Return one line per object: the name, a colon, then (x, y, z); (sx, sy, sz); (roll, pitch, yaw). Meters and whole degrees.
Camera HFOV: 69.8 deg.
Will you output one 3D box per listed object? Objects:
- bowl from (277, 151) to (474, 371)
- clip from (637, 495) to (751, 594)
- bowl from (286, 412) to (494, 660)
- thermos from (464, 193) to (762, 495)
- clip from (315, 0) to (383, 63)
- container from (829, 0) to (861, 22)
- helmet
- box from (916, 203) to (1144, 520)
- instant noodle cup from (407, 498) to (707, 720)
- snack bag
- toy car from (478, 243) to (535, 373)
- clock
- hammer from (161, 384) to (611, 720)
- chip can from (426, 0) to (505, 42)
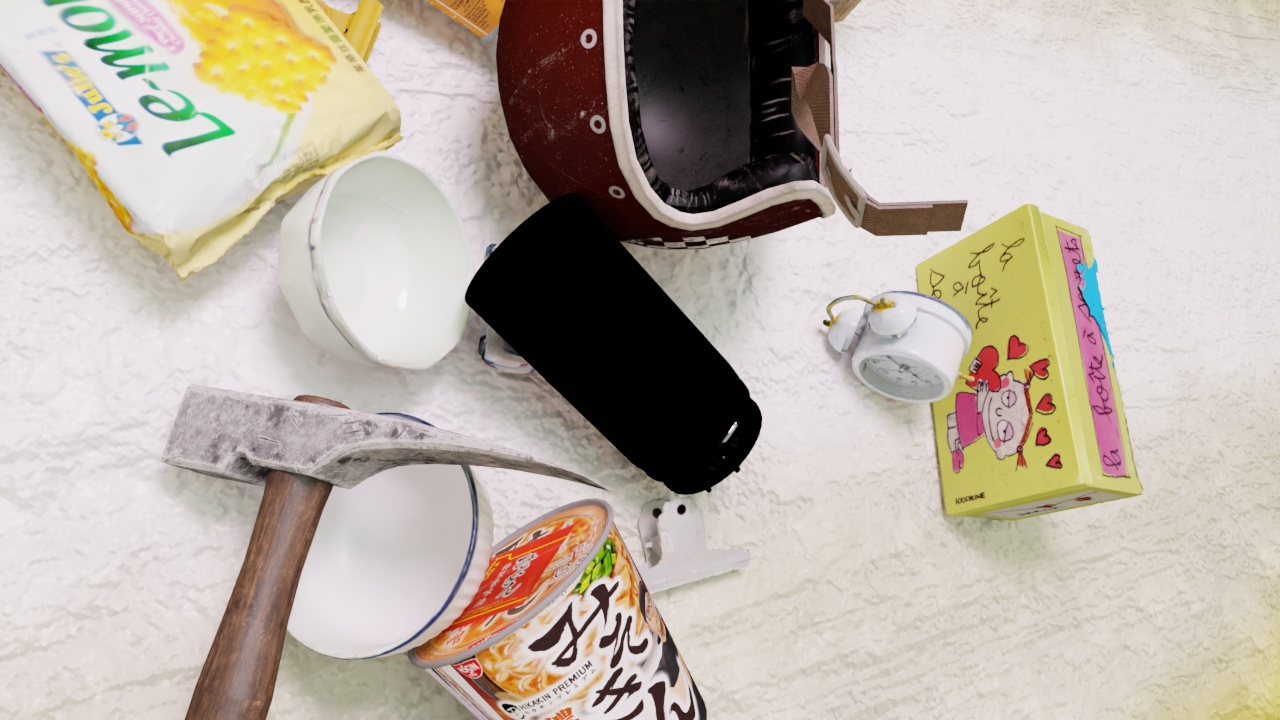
bowl: (-0.151, -0.050, 0.501); (0.117, 0.061, 0.117); (18, 70, -59)
clip: (0.025, 0.112, 0.568); (0.101, 0.046, 0.056); (-8, 88, -33)
bowl: (-0.122, 0.091, 0.463); (0.062, 0.118, 0.118); (48, 39, -63)
thermos: (-0.003, 0.003, 0.546); (0.198, 0.086, 0.085); (46, 55, -24)
clip: (-0.187, -0.208, 0.571); (0.049, 0.044, 0.053); (37, 56, -43)
container: (0.152, -0.432, 0.776); (0.186, 0.158, 0.250); (-20, 82, -23)
helmet: (0.040, -0.169, 0.552); (0.254, 0.233, 0.233); (0, 86, 10)
box: (0.293, 0.005, 0.712); (0.081, 0.125, 0.220); (9, 69, -29)
instant noodle cup: (-0.033, 0.158, 0.476); (0.123, 0.124, 0.122); (-42, 104, -34)
snack bag: (-0.261, -0.174, 0.492); (0.159, 0.068, 0.247); (-41, 95, -33)
toy car: (-0.078, -0.036, 0.570); (0.038, 0.027, 0.089); (9, 68, -25)
clock: (0.191, -0.017, 0.685); (0.117, 0.083, 0.057); (33, 65, -17)
hammer: (-0.147, 0.164, 0.389); (0.218, 0.037, 0.300); (7, 74, 21)
chip can: (-0.168, -0.290, 0.563); (0.215, 0.075, 0.075); (28, 60, -30)
